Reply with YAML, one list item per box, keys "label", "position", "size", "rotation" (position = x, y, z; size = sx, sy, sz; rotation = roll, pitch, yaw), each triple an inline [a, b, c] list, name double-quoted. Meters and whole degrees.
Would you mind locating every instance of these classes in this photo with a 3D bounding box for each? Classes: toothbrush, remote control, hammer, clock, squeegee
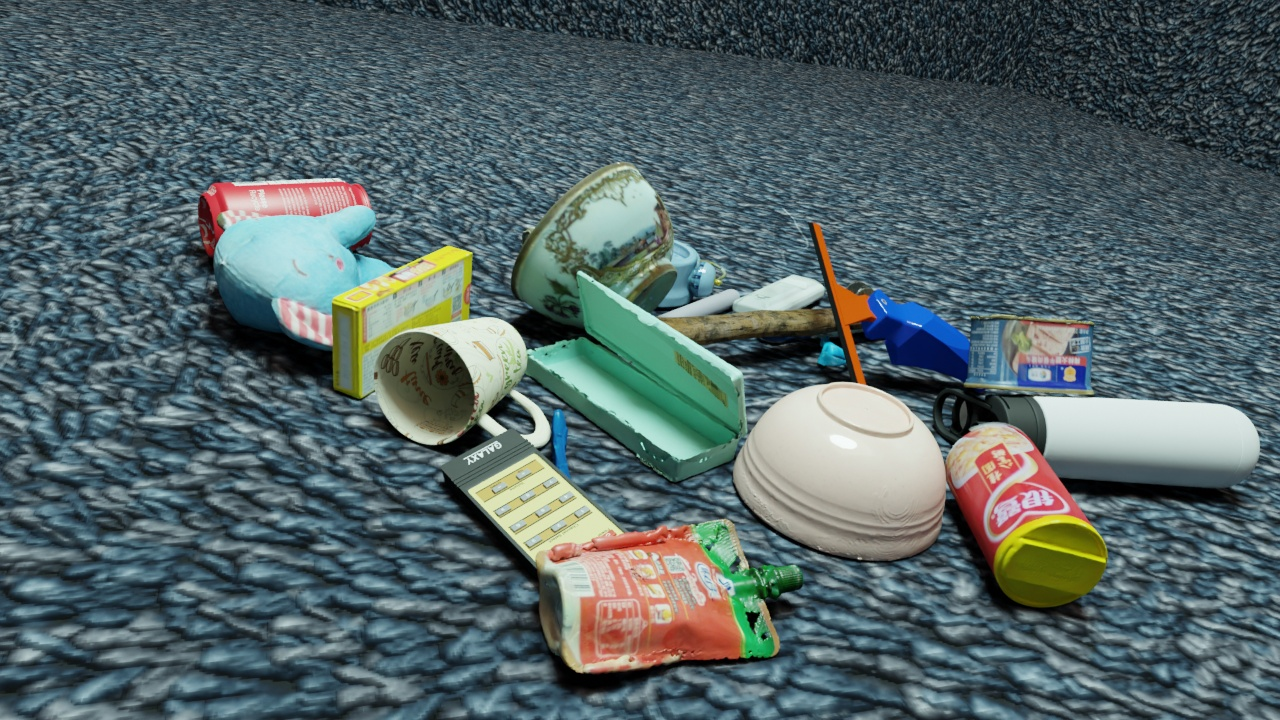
- label: "toothbrush"
  position: [-0.052, 0.072, 0.617]
  size: [0.016, 0.021, 0.132]
  rotation: [0, 31, -12]
- label: "remote control"
  position: [0.146, -0.067, 0.955]
  size: [0.050, 0.022, 0.133]
  rotation: [17, 25, 30]
- label: "hammer"
  position: [0.139, -0.030, 0.840]
  size: [0.329, 0.033, 0.120]
  rotation: [-6, 31, -37]
- label: "remote control"
  position: [-0.066, 0.090, 0.564]
  size: [0.058, 0.013, 0.133]
  rotation: [-29, 43, -29]
- label: "clock"
  position: [0.027, -0.092, 0.937]
  size: [0.124, 0.052, 0.088]
  rotation: [1, 26, -18]
- label: "toothbrush"
  position: [0.037, -0.040, 0.875]
  size: [0.019, 0.018, 0.187]
  rotation: [15, 24, 35]
- label: "squeegee"
  position: [0.246, -0.020, 0.817]
  size: [0.184, 0.055, 0.248]
  rotation: [29, 35, -24]

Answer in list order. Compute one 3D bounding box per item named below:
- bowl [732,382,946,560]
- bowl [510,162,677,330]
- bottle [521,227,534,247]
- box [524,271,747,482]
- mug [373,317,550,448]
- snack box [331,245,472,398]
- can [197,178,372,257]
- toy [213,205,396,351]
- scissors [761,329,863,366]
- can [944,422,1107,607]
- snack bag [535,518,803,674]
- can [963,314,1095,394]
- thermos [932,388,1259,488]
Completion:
- label: "bowl"
  position: [0.146, 0.063, 0.641]
  size: [0.153, 0.076, 0.152]
  rotation: [8, 27, -4]
- label: "bowl"
  position: [-0.025, -0.084, 0.813]
  size: [0.094, 0.160, 0.159]
  rotation: [44, 36, 13]
- label: "bottle"
  position: [-0.073, -0.128, 0.986]
  size: [0.109, 0.043, 0.043]
  rotation: [-10, 32, -34]
- label: "box"
  position: [-0.003, 0.001, 0.697]
  size: [0.077, 0.092, 0.188]
  rotation: [-13, 34, -40]
- label: "mug"
  position: [-0.113, 0.020, 0.658]
  size: [0.122, 0.081, 0.097]
  rotation: [38, 24, 8]
- label: "snack box"
  position: [-0.183, -0.034, 0.720]
  size: [0.025, 0.075, 0.151]
  rotation: [17, 27, 17]
- label: "can"
  position: [-0.332, -0.131, 0.862]
  size: [0.142, 0.074, 0.074]
  rotation: [-11, 33, -36]
- label: "toy"
  position: [-0.252, -0.074, 0.754]
  size: [0.180, 0.115, 0.183]
  rotation: [0, 35, -45]
- label: "scissors"
  position: [0.167, -0.028, 0.900]
  size: [0.117, 0.014, 0.129]
  rotation: [13, 26, 10]
- label: "can"
  position: [0.252, 0.100, 0.613]
  size: [0.066, 0.067, 0.124]
  rotation: [8, 26, -3]
- label: "snack bag"
  position: [0.023, 0.127, 0.506]
  size: [0.155, 0.044, 0.087]
  rotation: [-2, 48, -24]
- label: "can"
  position: [0.313, -0.004, 0.735]
  size: [0.099, 0.059, 0.054]
  rotation: [4, 0, -15]
- label: "thermos"
  position: [0.367, 0.059, 0.746]
  size: [0.230, 0.068, 0.101]
  rotation: [4, 14, -10]
